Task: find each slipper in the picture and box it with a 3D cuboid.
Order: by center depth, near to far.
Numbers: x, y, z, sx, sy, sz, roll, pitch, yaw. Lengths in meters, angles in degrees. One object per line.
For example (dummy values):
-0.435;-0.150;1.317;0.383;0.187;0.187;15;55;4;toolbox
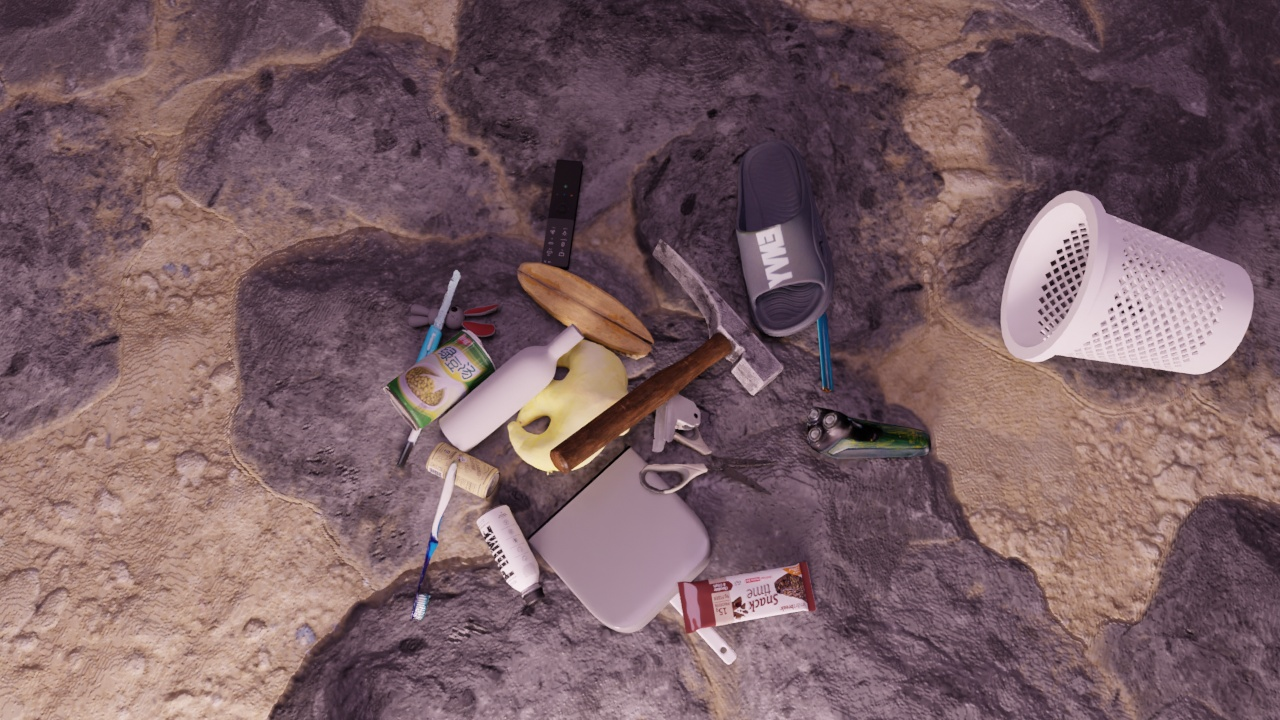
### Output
0.170;-0.163;1.119;0.111;0.083;0.267;-10;69;15;slipper

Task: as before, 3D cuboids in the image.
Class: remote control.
-0.101;-0.190;1.184;0.034;0.013;0.149;5;74;4;remote control

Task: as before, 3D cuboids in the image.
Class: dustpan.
0.015;0.243;1.048;0.163;0.033;0.257;-42;68;-10;dustpan

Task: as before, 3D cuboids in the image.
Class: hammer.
-0.006;0.006;1.053;0.299;0.037;0.217;-35;78;-29;hammer

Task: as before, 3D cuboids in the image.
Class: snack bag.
0.120;0.263;1.023;0.157;0.013;0.057;-4;76;-17;snack bag

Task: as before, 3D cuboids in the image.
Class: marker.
-0.262;0.061;1.121;0.011;0.011;0.152;20;76;8;marker

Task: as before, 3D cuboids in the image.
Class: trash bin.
0.554;-0.072;1.043;0.199;0.196;0.195;14;74;-4;trash bin

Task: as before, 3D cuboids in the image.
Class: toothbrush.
-0.235;0.206;1.055;0.017;0.016;0.189;14;89;-4;toothbrush

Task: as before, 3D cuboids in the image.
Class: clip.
0.041;0.060;1.085;0.052;0.058;0.101;-7;57;20;clip

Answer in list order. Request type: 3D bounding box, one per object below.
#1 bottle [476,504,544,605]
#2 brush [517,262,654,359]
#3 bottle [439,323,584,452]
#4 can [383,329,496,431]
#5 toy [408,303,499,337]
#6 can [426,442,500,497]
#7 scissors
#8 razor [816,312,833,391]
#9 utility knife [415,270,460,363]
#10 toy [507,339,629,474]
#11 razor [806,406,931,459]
-0.145;0.225;1.052;0.041;0.041;0.116;-29;75;-6;bottle
-0.069;-0.062;1.130;0.195;0.043;0.059;31;79;10;brush
-0.147;0.027;1.076;0.195;0.052;0.052;-40;75;8;bottle
-0.236;0.023;1.091;0.120;0.067;0.067;-38;76;-19;can
-0.232;-0.053;1.142;0.112;0.030;0.049;3;63;3;toy
-0.209;0.130;1.083;0.079;0.038;0.038;25;76;9;can
0.071;0.119;1.080;0.165;0.013;0.157;-29;68;-18;scissors
0.223;-0.032;1.122;0.042;0.022;0.143;-7;78;19;razor
-0.256;-0.027;1.123;0.022;0.015;0.179;18;89;-2;utility knife
-0.076;0.056;1.086;0.155;0.064;0.170;11;70;24;toy
0.266;0.087;1.063;0.151;0.067;0.053;6;62;-4;razor
